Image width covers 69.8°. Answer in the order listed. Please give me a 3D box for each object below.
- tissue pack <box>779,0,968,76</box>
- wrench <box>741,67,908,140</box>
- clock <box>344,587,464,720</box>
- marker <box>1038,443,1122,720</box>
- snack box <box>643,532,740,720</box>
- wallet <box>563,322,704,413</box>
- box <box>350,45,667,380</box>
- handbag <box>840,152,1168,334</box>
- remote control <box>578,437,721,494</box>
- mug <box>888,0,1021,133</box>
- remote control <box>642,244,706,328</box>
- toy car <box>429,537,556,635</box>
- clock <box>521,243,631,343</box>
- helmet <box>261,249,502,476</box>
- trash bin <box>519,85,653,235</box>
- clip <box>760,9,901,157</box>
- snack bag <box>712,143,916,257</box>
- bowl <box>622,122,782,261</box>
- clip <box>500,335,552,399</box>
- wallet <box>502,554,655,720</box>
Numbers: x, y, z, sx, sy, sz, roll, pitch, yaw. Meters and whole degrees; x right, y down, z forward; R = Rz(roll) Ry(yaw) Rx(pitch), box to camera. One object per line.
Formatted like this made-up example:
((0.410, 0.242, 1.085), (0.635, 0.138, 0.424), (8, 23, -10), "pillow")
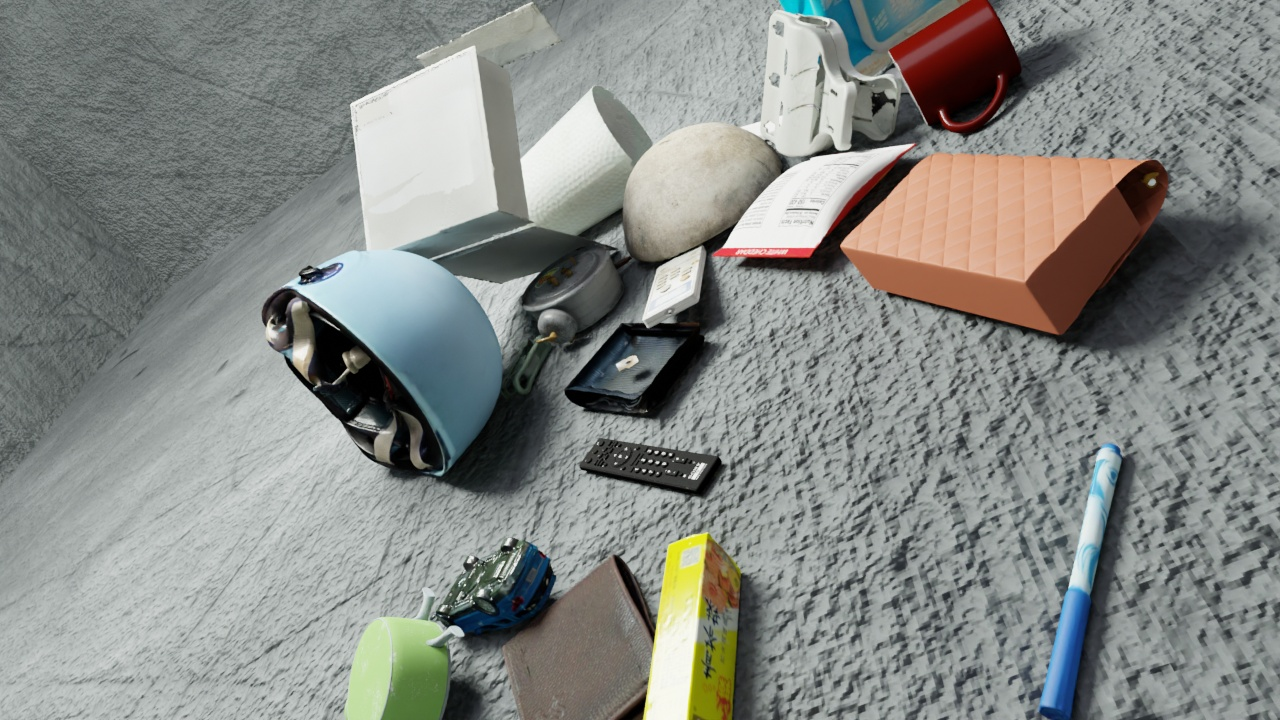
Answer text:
((0.236, -0.356, 0.886), (0.209, 0.117, 0.066), (-37, 27, -13), "tissue pack")
((0.162, -0.248, 0.947), (0.274, 0.018, 0.066), (-1, 46, 51), "wrench")
((-0.163, 0.220, 0.609), (0.094, 0.042, 0.119), (18, 92, 60), "clock")
((0.200, 0.093, 0.411), (0.013, 0.013, 0.141), (-7, 42, 45), "marker")
((0.028, 0.162, 0.489), (0.029, 0.040, 0.147), (-24, 32, 27), "snack box")
((-0.004, 0.005, 0.770), (0.115, 0.026, 0.089), (4, 48, 53), "wallet")
((-0.133, -0.127, 0.977), (0.168, 0.380, 0.171), (-12, 51, 28), "box")
((0.226, -0.082, 0.581), (0.109, 0.060, 0.172), (-49, 26, -5), "handbag")
((0.004, 0.076, 0.676), (0.140, 0.009, 0.030), (2, 49, 52), "remote control")
((0.266, -0.236, 0.759), (0.083, 0.073, 0.105), (-28, 59, 21), "mug")
((0.032, -0.069, 0.821), (0.050, 0.011, 0.135), (-28, 19, 18), "remote control")
((-0.102, 0.162, 0.639), (0.120, 0.043, 0.056), (-31, 25, 49), "toy car")
((-0.071, -0.063, 0.916), (0.104, 0.056, 0.147), (-16, 34, 32), "clock")
((-0.225, -0.010, 0.857), (0.166, 0.225, 0.266), (-43, 27, -22), "helmet")
((-0.073, -0.218, 1.078), (0.162, 0.133, 0.133), (-33, 28, 23), "trash bin")
((0.164, -0.243, 0.837), (0.075, 0.125, 0.144), (-24, 40, -27), "clip")
((0.144, -0.137, 0.782), (0.143, 0.039, 0.131), (-45, 25, -18), "snack bag")
((0.047, -0.185, 0.919), (0.179, 0.081, 0.178), (-28, 28, 16), "bowl")
((-0.113, 0.007, 0.906), (0.045, 0.023, 0.076), (-20, 32, 35), "clip")
((-0.035, 0.182, 0.551), (0.099, 0.031, 0.120), (-41, 29, 4), "wallet")
